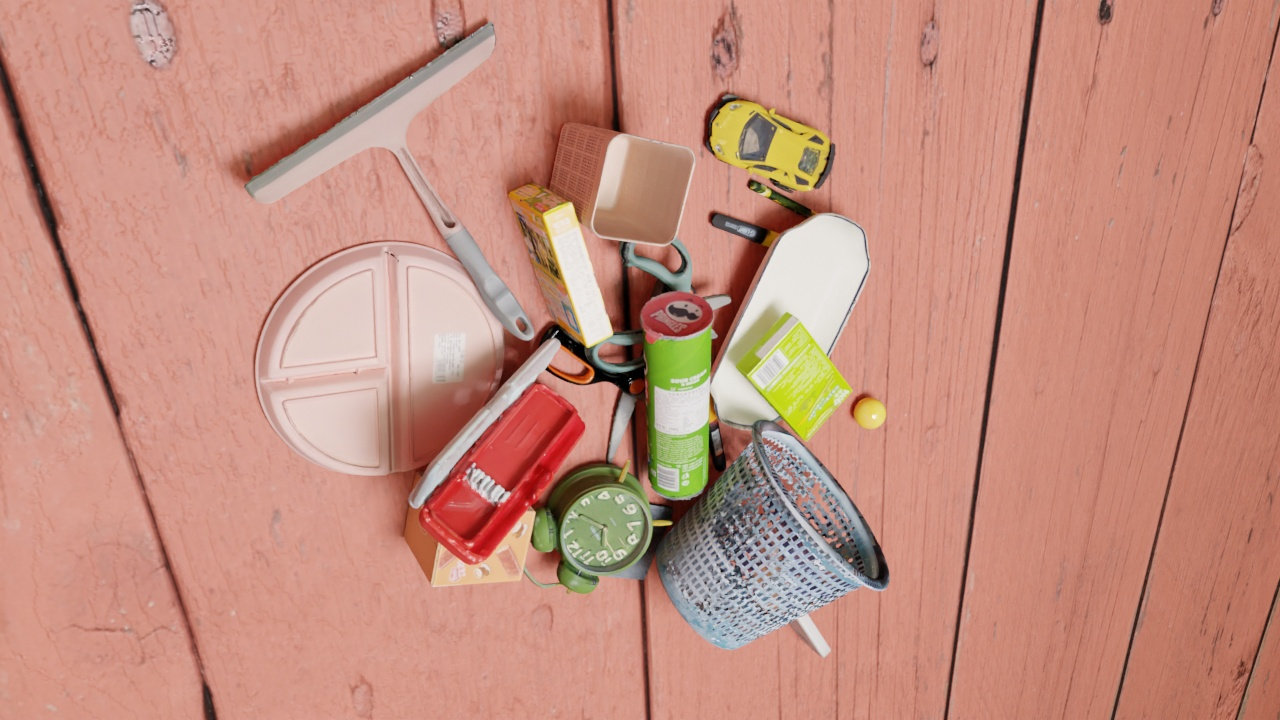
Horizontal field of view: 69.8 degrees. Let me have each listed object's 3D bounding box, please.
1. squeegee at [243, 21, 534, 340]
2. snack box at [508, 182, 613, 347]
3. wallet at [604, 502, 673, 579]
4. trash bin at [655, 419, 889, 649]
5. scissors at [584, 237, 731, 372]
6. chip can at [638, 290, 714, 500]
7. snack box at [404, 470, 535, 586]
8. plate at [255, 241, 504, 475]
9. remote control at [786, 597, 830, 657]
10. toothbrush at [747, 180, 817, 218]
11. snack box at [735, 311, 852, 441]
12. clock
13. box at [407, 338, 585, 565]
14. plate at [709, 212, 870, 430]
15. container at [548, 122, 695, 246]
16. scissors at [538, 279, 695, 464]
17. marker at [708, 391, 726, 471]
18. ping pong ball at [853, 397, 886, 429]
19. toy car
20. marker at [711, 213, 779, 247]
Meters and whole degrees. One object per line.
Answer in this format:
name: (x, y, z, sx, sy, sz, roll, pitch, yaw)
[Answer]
squeegee: (-0.166, -0.118, 0.805, 0.247, 0.040, 0.250, -40, 117, -19)
snack box: (-0.074, -0.089, 0.851, 0.033, 0.087, 0.140, -29, 123, -16)
wallet: (-0.023, 0.204, 1.057, 0.120, 0.019, 0.097, 17, 100, -37)
trash bin: (0.133, 0.213, 1.038, 0.195, 0.226, 0.226, -41, 129, 17)
scissors: (0.017, -0.066, 0.926, 0.170, 0.019, 0.181, -19, 122, -19)
chip can: (0.038, 0.043, 0.952, 0.072, 0.072, 0.236, -23, 135, -21)
snack box: (-0.169, 0.162, 0.902, 0.094, 0.093, 0.077, 4, 109, -32)
plate: (-0.228, 0.006, 0.838, 0.229, 0.028, 0.230, -13, 116, -27)
remote control: (0.212, 0.344, 1.236, 0.021, 0.058, 0.150, -41, 126, -11)
toothbrush: (0.186, -0.161, 1.024, 0.185, 0.012, 0.017, 18, 112, -36)
snack box: (0.178, 0.021, 1.043, 0.086, 0.026, 0.156, -48, 132, -1)
clock: (-0.056, 0.184, 0.987, 0.161, 0.056, 0.116, -35, 108, -4)
box: (-0.117, 0.079, 0.841, 0.102, 0.101, 0.200, 42, 48, -4)
plate: (0.162, -0.044, 1.036, 0.161, 0.034, 0.266, 11, 110, -38)
container: (-0.023, -0.164, 0.833, 0.090, 0.111, 0.090, 3, 109, -32)
scissors: (-0.010, 0.006, 0.977, 0.233, 0.022, 0.221, 27, 100, -38)
marker: (0.084, 0.082, 1.070, 0.018, 0.015, 0.124, -29, 126, -19)
ping pong ball: (0.293, 0.067, 1.172, 0.040, 0.040, 0.040, -13, 117, -26)
toy car: (0.135, -0.221, 0.949, 0.155, 0.041, 0.071, 13, 103, -33)
marker: (0.124, -0.137, 0.994, 0.124, 0.015, 0.018, 12, 105, -35)
